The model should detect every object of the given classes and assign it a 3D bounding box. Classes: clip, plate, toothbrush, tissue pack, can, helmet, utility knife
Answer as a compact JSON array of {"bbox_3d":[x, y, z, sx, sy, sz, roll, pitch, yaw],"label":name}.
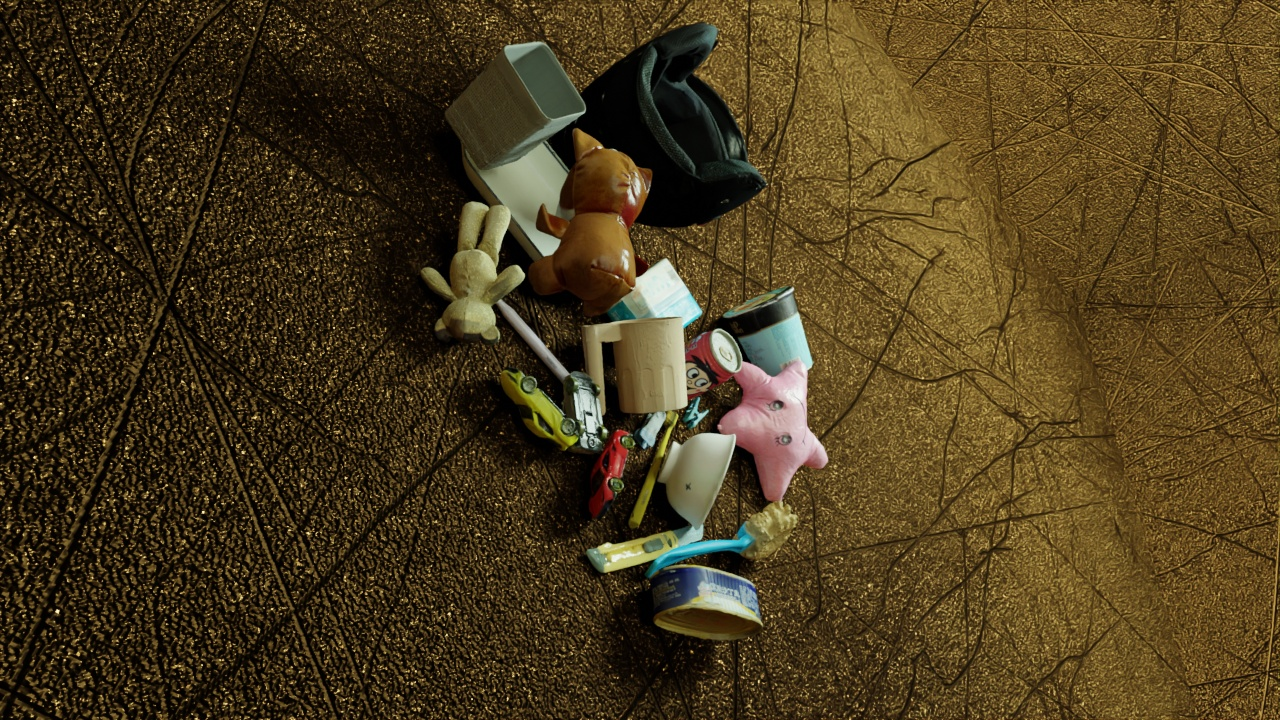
[{"bbox_3d":[0.013,0.080,1.089,0.025,0.033,0.057,49,39,-13],"label":"clip"},{"bbox_3d":[-0.122,-0.185,1.093,0.266,0.034,0.161,51,35,-14],"label":"plate"},{"bbox_3d":[0.014,0.120,1.064,0.016,0.016,0.189,43,38,-16],"label":"toothbrush"},{"bbox_3d":[0.015,-0.065,1.156,0.090,0.063,0.139,56,34,-4],"label":"tissue pack"},{"bbox_3d":[0.069,0.068,1.175,0.040,0.014,0.056,55,33,-7],"label":"clip"},{"bbox_3d":[0.073,0.006,1.152,0.066,0.094,0.066,31,43,-36],"label":"can"},{"bbox_3d":[0.037,-0.288,1.204,0.274,0.231,0.233,0,74,-63],"label":"helmet"},{"bbox_3d":[0.011,0.203,1.005,0.206,0.021,0.031,2,71,-57],"label":"utility knife"},{"bbox_3d":[0.071,0.261,0.983,0.148,0.075,0.049,26,44,-40],"label":"can"},{"bbox_3d":[-0.130,-0.038,0.989,0.189,0.029,0.021,50,-2,-17],"label":"toothbrush"}]

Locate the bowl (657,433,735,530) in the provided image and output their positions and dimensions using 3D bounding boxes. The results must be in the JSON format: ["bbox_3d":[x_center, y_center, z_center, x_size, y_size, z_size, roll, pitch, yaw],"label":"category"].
[{"bbox_3d":[0.058,0.128,1.054,0.065,0.119,0.118,22,40,2],"label":"bowl"}]

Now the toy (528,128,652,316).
[{"bbox_3d":[-0.051,-0.153,1.029,0.140,0.131,0.199,24,71,-44],"label":"toy"}]

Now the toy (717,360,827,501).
[{"bbox_3d":[0.174,0.093,1.238,0.178,0.075,0.194,-4,80,-32],"label":"toy"}]

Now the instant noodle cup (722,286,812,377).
[{"bbox_3d":[0.193,-0.032,1.337,0.111,0.111,0.120,-34,102,-56],"label":"instant noodle cup"}]

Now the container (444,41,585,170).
[{"bbox_3d":[-0.140,-0.272,0.998,0.090,0.115,0.090,58,34,-4],"label":"container"}]

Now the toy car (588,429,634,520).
[{"bbox_3d":[-0.034,0.120,0.969,0.031,0.049,0.106,23,42,-9],"label":"toy car"}]

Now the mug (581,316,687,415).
[{"bbox_3d":[-0.006,0.006,1.047,0.124,0.084,0.103,-8,96,-29],"label":"mug"}]

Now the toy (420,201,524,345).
[{"bbox_3d":[-0.166,-0.090,0.927,0.066,0.105,0.157,86,9,-71],"label":"toy"}]

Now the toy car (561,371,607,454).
[{"bbox_3d":[-0.065,0.056,0.987,0.042,0.035,0.090,17,59,-47],"label":"toy car"}]

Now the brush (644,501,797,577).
[{"bbox_3d":[0.096,0.213,1.067,0.254,0.083,0.046,-4,46,-45],"label":"brush"}]

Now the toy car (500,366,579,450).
[{"bbox_3d":[-0.107,0.050,0.934,0.032,0.048,0.105,-46,107,-21],"label":"toy car"}]
